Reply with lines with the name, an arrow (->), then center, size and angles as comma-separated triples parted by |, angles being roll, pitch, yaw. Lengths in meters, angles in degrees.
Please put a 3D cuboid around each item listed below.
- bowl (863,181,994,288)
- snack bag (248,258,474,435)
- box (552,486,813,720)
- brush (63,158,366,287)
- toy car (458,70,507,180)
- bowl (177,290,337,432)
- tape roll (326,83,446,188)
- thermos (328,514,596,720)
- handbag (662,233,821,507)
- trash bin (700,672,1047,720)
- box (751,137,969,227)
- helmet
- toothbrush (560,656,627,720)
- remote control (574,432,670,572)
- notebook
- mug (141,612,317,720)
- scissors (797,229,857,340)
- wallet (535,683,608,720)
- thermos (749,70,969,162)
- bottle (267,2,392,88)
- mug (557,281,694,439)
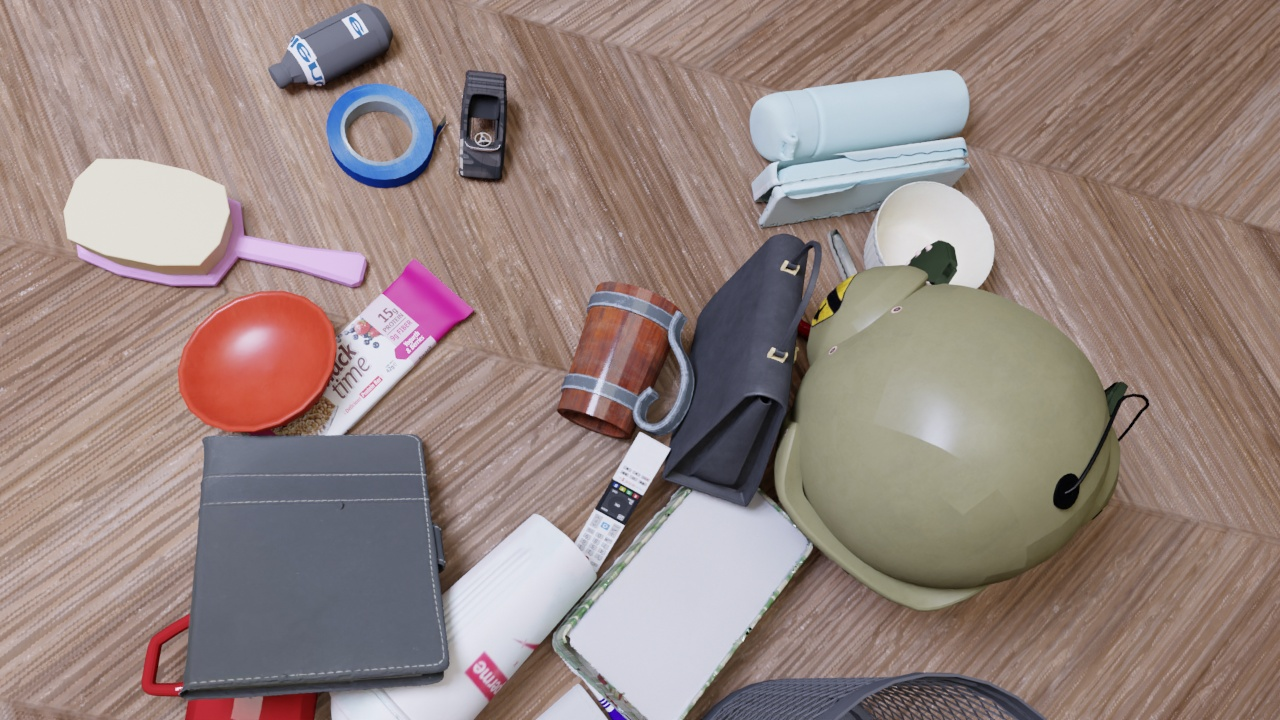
bowl -> 0.260, -0.101, 0.853 | 0.115, 0.063, 0.115 | 3, 74, -10
snack bag -> -0.230, 0.003, 0.754 | 0.070, 0.016, 0.196 | 41, 71, 4
box -> 0.036, 0.184, 0.729 | 0.117, 0.050, 0.205 | 43, 66, 0
brush -> -0.342, -0.101, 0.748 | 0.228, 0.043, 0.089 | 11, 72, -7
toy car -> -0.138, -0.206, 0.806 | 0.040, 0.037, 0.092 | 3, 107, -12
bowl -> -0.294, 0.006, 0.719 | 0.122, 0.035, 0.121 | -1, 63, 2
tape roll -> -0.229, -0.199, 0.811 | 0.093, 0.016, 0.091 | 24, 71, -3
thermos -> -0.133, 0.212, 0.673 | 0.099, 0.099, 0.220 | 45, 68, 4
handbag -> 0.094, -0.017, 0.701 | 0.072, 0.196, 0.175 | 19, 51, -5
trash bin -> 0.143, 0.318, 0.616 | 0.217, 0.228, 0.217 | 4, 74, -15
box -> 0.206, -0.171, 0.856 | 0.198, 0.084, 0.067 | -10, 59, -13
helmet -> 0.213, 0.060, 0.684 | 0.250, 0.256, 0.232 | 39, 67, 1
toothbrush -> -0.005, 0.291, 0.716 | 0.016, 0.015, 0.186 | -38, 85, -20
remote control -> -0.018, 0.113, 0.734 | 0.028, 0.011, 0.124 | 29, 105, -3
notebook -> -0.224, 0.134, 0.648 | 0.169, 0.030, 0.208 | 4, 44, -23
mug -> -0.286, 0.206, 0.649 | 0.116, 0.081, 0.096 | 7, 73, -15
scissors -> 0.191, -0.035, 0.847 | 0.198, 0.015, 0.179 | 14, 72, -8
wallet -> -0.054, 0.328, 0.685 | 0.115, 0.038, 0.118 | -37, 80, -18
thermos -> 0.209, -0.234, 0.880 | 0.206, 0.065, 0.077 | -11, 54, -14
bottle -> -0.274, -0.274, 0.809 | 0.112, 0.047, 0.047 | -35, 83, -18
mug -> -0.004, 0.004, 0.752 | 0.117, 0.081, 0.111 | 10, 72, 35
